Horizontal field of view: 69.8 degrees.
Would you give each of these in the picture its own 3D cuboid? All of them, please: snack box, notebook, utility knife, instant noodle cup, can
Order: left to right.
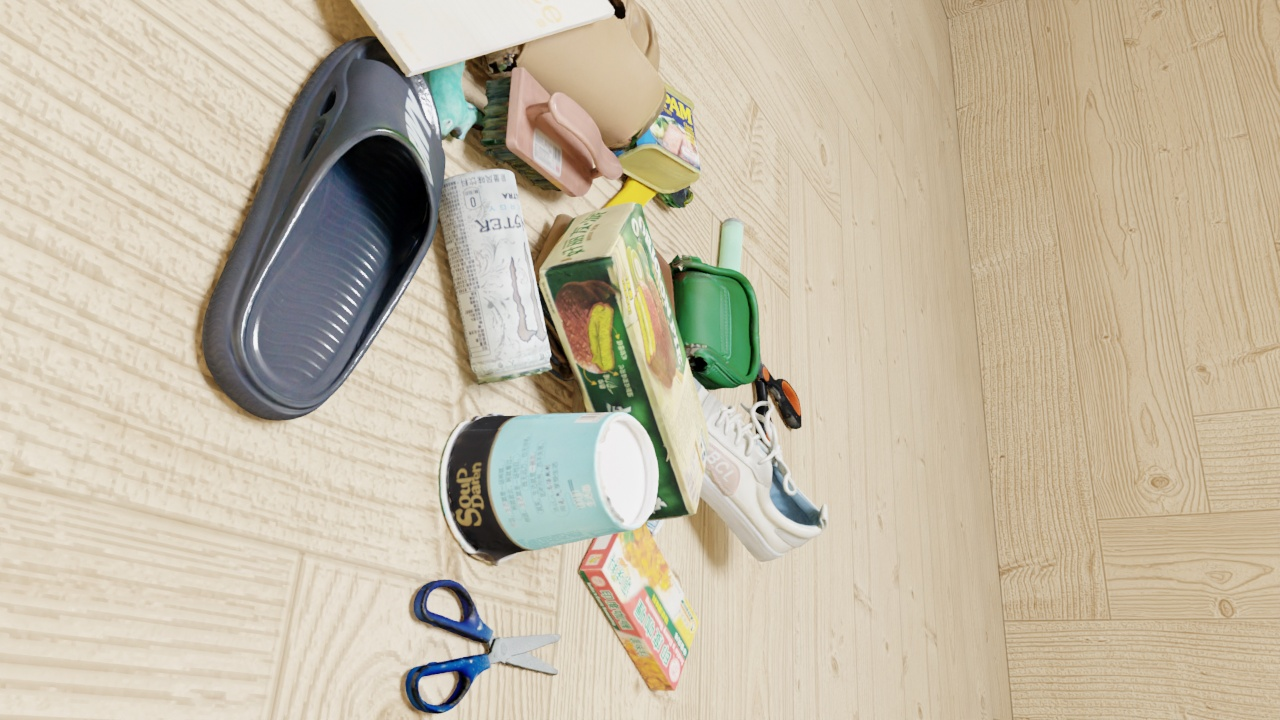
[{"bbox_3d":[-0.123,-0.277,0.632,0.205,0.010,0.146,-36,90,-42],"label":"notebook"},{"bbox_3d":[-0.104,-0.059,0.655,0.058,0.058,0.146,-17,96,-61],"label":"can"},{"bbox_3d":[-0.056,0.083,0.634,0.111,0.121,0.111,26,59,-56],"label":"instant noodle cup"},{"bbox_3d":[-0.014,-0.155,0.893,0.033,0.015,0.153,61,34,-18],"label":"utility knife"},{"bbox_3d":[-0.004,0.004,0.747,0.114,0.063,0.240,-71,147,-57],"label":"snack box"},{"bbox_3d":[0.002,0.207,0.799,0.156,0.027,0.076,64,34,-28],"label":"snack box"},{"bbox_3d":[0.013,-0.221,0.900,0.102,0.057,0.083,16,62,-50],"label":"can"}]

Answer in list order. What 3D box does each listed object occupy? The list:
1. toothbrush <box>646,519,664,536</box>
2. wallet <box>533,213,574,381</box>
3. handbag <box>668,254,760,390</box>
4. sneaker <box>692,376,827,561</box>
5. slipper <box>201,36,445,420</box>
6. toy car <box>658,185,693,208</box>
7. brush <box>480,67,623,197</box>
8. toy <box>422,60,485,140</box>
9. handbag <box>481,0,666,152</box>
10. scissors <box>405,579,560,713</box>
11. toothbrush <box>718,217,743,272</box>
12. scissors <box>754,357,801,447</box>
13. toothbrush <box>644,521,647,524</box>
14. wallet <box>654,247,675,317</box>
[{"bbox_3d":[0.053,0.113,0.921,0.026,0.027,0.220,36,33,7],"label":"toothbrush"},{"bbox_3d":[-0.063,-0.053,0.757,0.090,0.033,0.115,60,34,-38],"label":"wallet"},{"bbox_3d":[0.072,-0.037,0.957,0.120,0.068,0.131,26,59,-56],"label":"handbag"},{"bbox_3d":[0.093,0.089,0.884,0.242,0.091,0.089,52,33,-13],"label":"sneaker"},{"bbox_3d":[-0.159,-0.087,0.543,0.111,0.083,0.267,51,42,-45],"label":"slipper"},{"bbox_3d":[0.034,-0.204,0.971,0.043,0.036,0.091,28,57,-57],"label":"toy car"},{"bbox_3d":[-0.066,-0.172,0.730,0.145,0.073,0.063,28,63,-67],"label":"brush"},{"bbox_3d":[-0.140,-0.202,0.668,0.096,0.030,0.092,-2,88,-69],"label":"toy"},{"bbox_3d":[-0.054,-0.273,0.767,0.204,0.100,0.147,19,62,-51],"label":"handbag"},{"bbox_3d":[-0.103,0.207,0.627,0.171,0.012,0.140,62,32,-32],"label":"scissors"},{"bbox_3d":[0.099,-0.070,1.060,0.027,0.027,0.224,16,61,-16],"label":"toothbrush"},{"bbox_3d":[0.152,0.038,1.134,0.234,0.022,0.220,40,43,-50],"label":"scissors"},{"bbox_3d":[-0.013,0.055,0.829,0.015,0.017,0.190,2,80,-62],"label":"toothbrush"},{"bbox_3d":[0.003,-0.067,0.864,0.124,0.032,0.101,41,42,-63],"label":"wallet"}]
